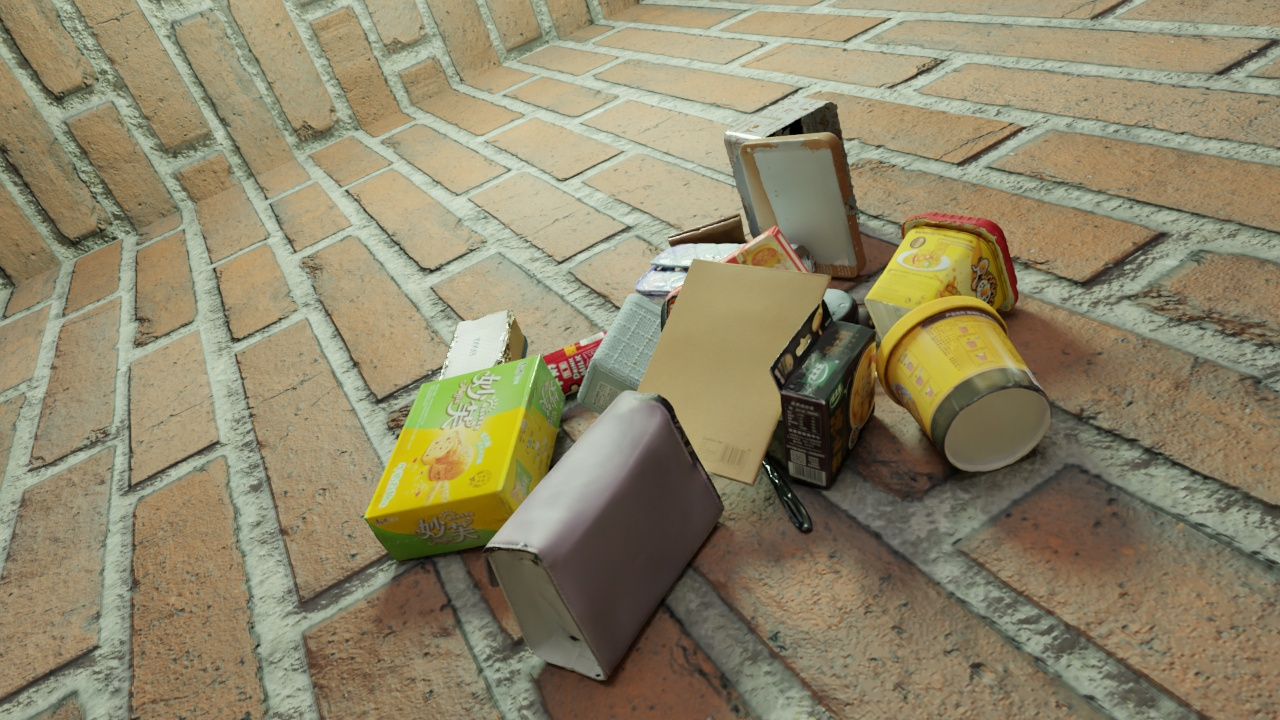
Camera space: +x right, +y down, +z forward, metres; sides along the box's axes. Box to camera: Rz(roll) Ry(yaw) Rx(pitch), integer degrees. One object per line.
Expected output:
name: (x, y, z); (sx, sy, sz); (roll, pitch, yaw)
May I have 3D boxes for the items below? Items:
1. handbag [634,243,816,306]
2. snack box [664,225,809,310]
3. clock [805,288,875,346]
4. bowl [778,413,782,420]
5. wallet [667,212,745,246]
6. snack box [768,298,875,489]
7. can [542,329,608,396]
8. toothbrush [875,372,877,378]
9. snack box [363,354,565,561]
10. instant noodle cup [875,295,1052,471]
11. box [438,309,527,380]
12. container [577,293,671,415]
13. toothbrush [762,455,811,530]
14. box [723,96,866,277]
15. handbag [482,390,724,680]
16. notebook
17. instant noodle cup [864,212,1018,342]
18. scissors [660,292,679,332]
handbag: (0.098, -0.095, 1.113); (0.194, 0.076, 0.133); (6, 35, 36)
snack box: (0.106, -0.076, 1.003); (0.153, 0.075, 0.025); (-30, 13, 32)
clock: (0.202, -0.039, 0.982); (0.122, 0.055, 0.082); (-23, 29, -5)
bowl: (0.125, 0.022, 0.900); (0.114, 0.113, 0.062); (9, 77, 41)
wallet: (0.090, -0.165, 1.229); (0.101, 0.020, 0.115); (-17, -8, 6)
snack box: (0.166, 0.029, 0.820); (0.053, 0.126, 0.113); (16, 45, 30)
can: (-0.088, 0.013, 1.076); (0.132, 0.053, 0.053); (-23, 30, -4)
toothbrush: (0.193, 0.009, 0.924); (0.180, 0.016, 0.016); (11, 19, 30)
snack box: (-0.177, 0.097, 0.958); (0.158, 0.070, 0.209); (-14, 36, 18)
instant noodle cup: (0.279, 0.023, 0.784); (0.118, 0.118, 0.114); (-20, 37, 2)
box: (-0.197, 0.000, 1.162); (0.090, 0.060, 0.184); (-14, 29, 10)
container: (-0.006, 0.006, 0.982); (0.090, 0.090, 0.111); (29, 48, 4)
toothbrush: (0.120, 0.099, 0.851); (0.015, 0.018, 0.181); (-20, 32, -4)
box: (0.215, -0.214, 1.127); (0.156, 0.183, 0.193); (-34, 33, -21)
handbag: (-0.030, 0.136, 0.755); (0.099, 0.145, 0.196); (7, 40, 35)
notebook: (0.075, 0.003, 0.854); (0.150, 0.012, 0.211); (12, 70, 34)
instant noodle cup: (0.300, -0.071, 0.930); (0.123, 0.116, 0.116); (-46, 38, -19)
scissors: (0.067, 0.026, 0.933); (0.210, 0.022, 0.221); (1, 63, -30)
